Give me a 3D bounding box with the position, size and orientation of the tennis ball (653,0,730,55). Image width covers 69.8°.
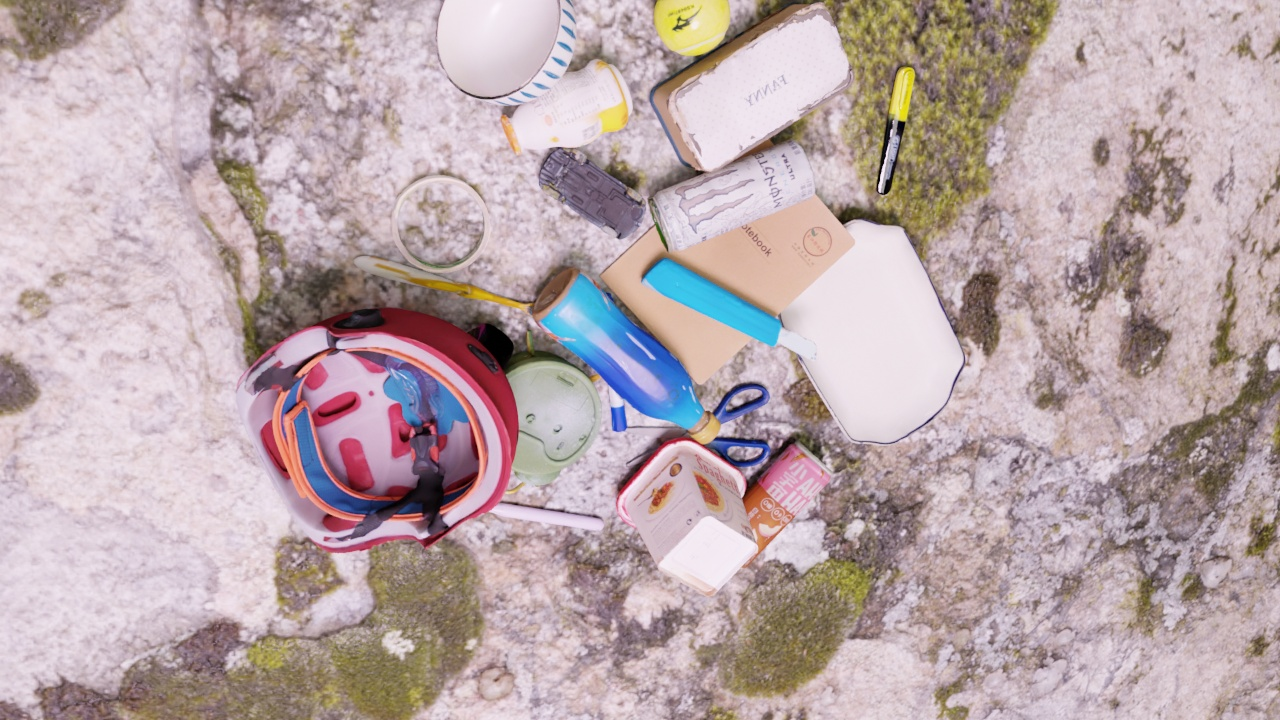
[{"bbox_3d":[0.044,-0.295,0.785,0.065,0.065,0.065,-6,112,-15],"label":"tennis ball"}]

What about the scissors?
[{"bbox_3d":[0.069,0.082,0.972,0.163,0.012,0.160,-43,116,4],"label":"scissors"}]

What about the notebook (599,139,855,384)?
[{"bbox_3d":[0.085,-0.098,0.885,0.208,0.008,0.148,-42,100,2],"label":"notebook"}]

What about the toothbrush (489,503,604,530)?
[{"bbox_3d":[-0.125,0.158,0.936,0.189,0.029,0.021,11,69,-22],"label":"toothbrush"}]

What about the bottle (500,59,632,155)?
[{"bbox_3d":[-0.064,-0.212,0.785,0.108,0.063,0.063,-25,116,-7],"label":"bottle"}]

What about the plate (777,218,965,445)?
[{"bbox_3d":[0.241,-0.028,0.969,0.162,0.034,0.266,-36,117,-1],"label":"plate"}]

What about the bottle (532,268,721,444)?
[{"bbox_3d":[-0.005,0.005,0.866,0.065,0.065,0.218,-46,113,3],"label":"bottle"}]

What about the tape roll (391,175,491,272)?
[{"bbox_3d":[-0.177,-0.120,0.813,0.085,0.014,0.086,-6,112,-15],"label":"tape roll"}]

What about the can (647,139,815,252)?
[{"bbox_3d":[0.083,-0.151,0.843,0.146,0.058,0.058,-22,116,-1],"label":"can"}]

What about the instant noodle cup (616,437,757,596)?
[{"bbox_3d":[0.052,0.160,0.927,0.116,0.124,0.117,34,105,-27],"label":"instant noodle cup"}]

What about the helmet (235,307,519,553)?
[{"bbox_3d":[-0.200,0.042,0.779,0.240,0.143,0.207,-11,115,18],"label":"helmet"}]

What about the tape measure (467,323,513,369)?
[{"bbox_3d":[-0.147,-0.006,0.844,0.039,0.057,0.057,40,137,-23],"label":"tape measure"}]

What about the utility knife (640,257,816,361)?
[{"bbox_3d":[0.090,-0.046,0.879,0.187,0.018,0.034,27,106,-8],"label":"utility knife"}]

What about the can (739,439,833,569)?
[{"bbox_3d":[0.140,0.157,0.997,0.058,0.058,0.147,41,95,-26],"label":"can"}]

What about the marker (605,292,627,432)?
[{"bbox_3d":[-0.028,0.003,0.907,0.017,0.017,0.146,-11,113,-13],"label":"marker"}]

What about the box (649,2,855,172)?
[{"bbox_3d":[0.096,-0.243,0.827,0.184,0.061,0.090,-30,116,-2],"label":"box"}]

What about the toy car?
[{"bbox_3d":[-0.043,-0.152,0.833,0.105,0.031,0.049,32,99,-24],"label":"toy car"}]

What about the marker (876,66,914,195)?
[{"bbox_3d":[0.251,-0.225,0.906,0.018,0.015,0.124,1,112,-14],"label":"marker"}]

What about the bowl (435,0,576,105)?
[{"bbox_3d":[-0.100,-0.261,0.742,0.116,0.116,0.066,-63,158,12],"label":"bowl"}]

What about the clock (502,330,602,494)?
[{"bbox_3d":[-0.108,0.060,0.882,0.116,0.056,0.161,29,100,-24],"label":"clock"}]

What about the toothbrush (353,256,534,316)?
[{"bbox_3d":[-0.165,-0.064,0.837,0.191,0.018,0.016,15,104,-22],"label":"toothbrush"}]
